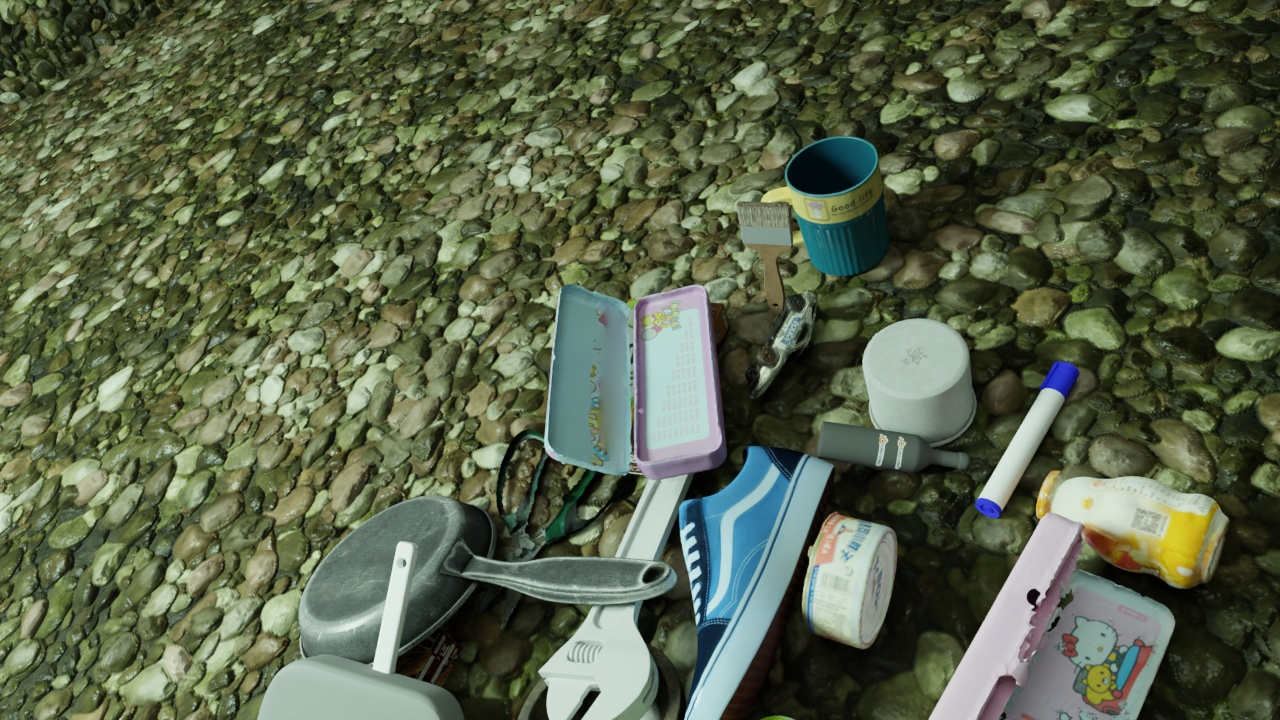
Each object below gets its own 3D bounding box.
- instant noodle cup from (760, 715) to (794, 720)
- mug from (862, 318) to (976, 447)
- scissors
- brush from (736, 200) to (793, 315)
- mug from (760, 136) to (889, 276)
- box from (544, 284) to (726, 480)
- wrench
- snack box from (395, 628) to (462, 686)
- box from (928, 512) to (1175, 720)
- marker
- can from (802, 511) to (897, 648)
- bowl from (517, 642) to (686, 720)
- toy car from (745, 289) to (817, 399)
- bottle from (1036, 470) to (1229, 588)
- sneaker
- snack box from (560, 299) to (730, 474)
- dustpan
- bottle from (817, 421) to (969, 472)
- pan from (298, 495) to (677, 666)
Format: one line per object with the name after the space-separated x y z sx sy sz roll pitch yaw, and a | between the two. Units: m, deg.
0.065 0.270 0.546 0.099 0.099 0.107 22 30 37 | instant noodle cup
0.216 0.008 0.741 0.084 0.070 0.113 -28 47 0 | mug
-0.107 0.138 0.810 0.147 0.015 0.209 23 61 34 | scissors
0.115 -0.087 0.818 0.045 0.143 0.008 6 55 18 | brush
0.173 -0.140 0.865 0.114 0.107 0.083 -11 49 15 | mug
-0.006 0.010 0.788 0.150 0.049 0.213 3 43 -3 | box
0.001 0.162 0.694 0.087 0.018 0.272 -6 34 29 | wrench
-0.202 0.276 0.721 0.051 0.032 0.140 10 56 31 | snack box
0.247 0.203 0.555 0.103 0.087 0.201 29 66 26 | box
0.294 0.058 0.697 0.020 0.020 0.141 22 63 37 | marker
0.145 0.152 0.635 0.043 0.086 0.086 10 56 29 | can
-0.020 0.259 0.633 0.121 0.056 0.121 -18 30 11 | bowl
0.129 -0.012 0.817 0.040 0.049 0.112 29 64 5 | toy car
0.325 0.107 0.612 0.109 0.063 0.063 17 60 38 | bottle
0.061 0.159 0.663 0.098 0.083 0.240 15 49 19 | sneaker
0.004 0.019 0.839 0.101 0.032 0.185 4 47 27 | snack box
-0.200 0.261 0.663 0.163 0.033 0.257 8 84 20 | dustpan
0.196 0.070 0.710 0.113 0.030 0.030 8 53 6 | bottle
-0.135 0.169 0.731 0.358 0.055 0.186 -12 31 31 | pan
